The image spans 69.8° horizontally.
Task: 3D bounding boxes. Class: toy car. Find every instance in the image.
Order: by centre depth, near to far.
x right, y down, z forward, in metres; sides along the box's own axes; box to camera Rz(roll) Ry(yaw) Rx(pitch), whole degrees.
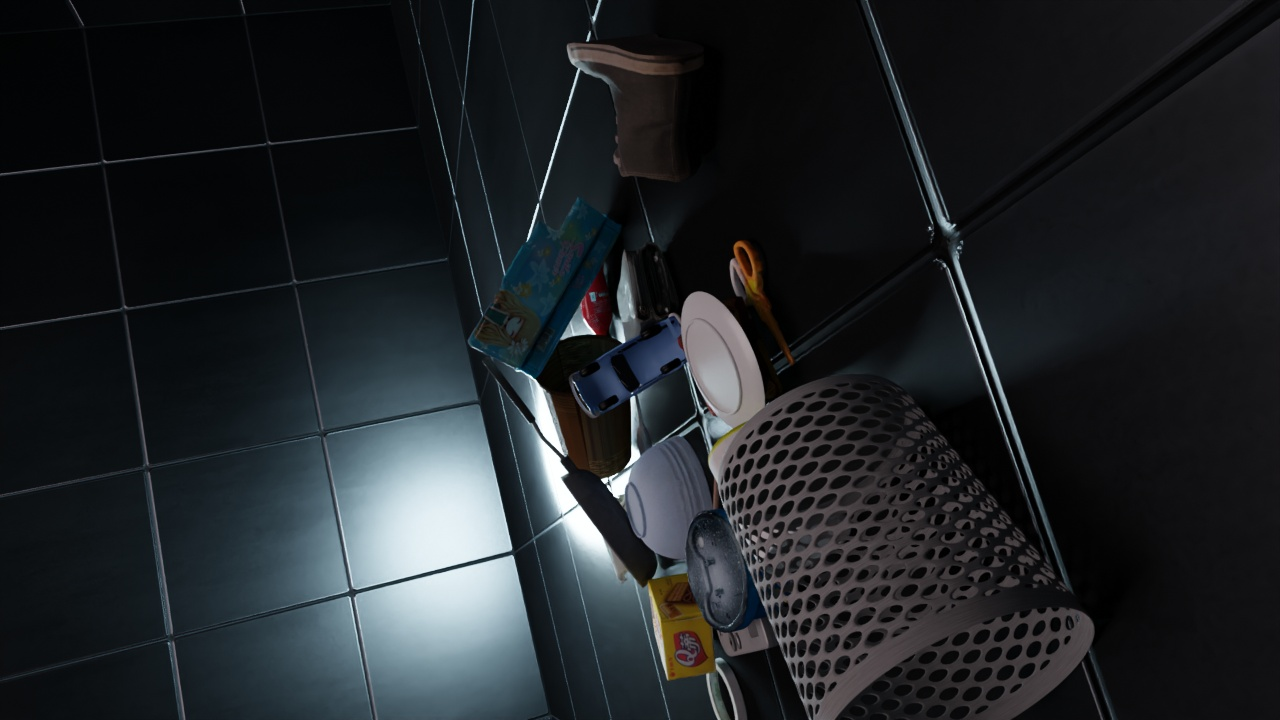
[{"bbox_3d":[-0.006,0.006,1.005,0.056,0.154,0.054,60,-159,3],"label":"toy car"}]

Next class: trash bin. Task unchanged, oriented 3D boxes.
[{"bbox_3d":[0.142,0.118,0.549,0.183,0.156,0.157,-114,21,-44],"label":"trash bin"}]

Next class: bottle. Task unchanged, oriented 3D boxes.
[{"bbox_3d":[-0.064,-0.087,1.275,0.042,0.042,0.141,-173,72,-73],"label":"bottle"}]

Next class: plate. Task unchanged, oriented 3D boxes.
[{"bbox_3d":[0.067,0.004,0.814,0.134,0.011,0.135,52,154,37],"label":"plate"}]

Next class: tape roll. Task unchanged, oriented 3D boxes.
[{"bbox_3d":[0.103,0.405,1.100,0.093,0.013,0.093,169,90,-73],"label":"tape roll"}]

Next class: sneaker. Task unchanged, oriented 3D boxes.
[{"bbox_3d":[-0.006,-0.256,0.906,0.235,0.095,0.120,40,139,54],"label":"sneaker"}]

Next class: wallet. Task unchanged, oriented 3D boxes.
[{"bbox_3d":[0.003,-0.064,1.061,0.132,0.054,0.100,115,149,-66],"label":"wallet"}]

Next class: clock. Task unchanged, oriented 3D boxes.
[{"bbox_3d":[0.088,0.206,0.906,0.162,0.060,0.116,136,125,-60],"label":"clock"}]

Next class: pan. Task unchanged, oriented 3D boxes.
[{"bbox_3d":[-0.087,0.137,1.173,0.357,0.041,0.179,54,173,-7],"label":"pan"}]

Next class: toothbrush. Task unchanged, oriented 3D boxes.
[{"bbox_3d":[0.009,0.120,1.214,0.024,0.022,0.185,-16,82,37],"label":"toothbrush"}]

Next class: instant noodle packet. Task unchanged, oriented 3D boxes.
[{"bbox_3d":[0.081,0.000,0.853,0.098,0.039,0.136,63,161,5],"label":"instant noodle packet"}]

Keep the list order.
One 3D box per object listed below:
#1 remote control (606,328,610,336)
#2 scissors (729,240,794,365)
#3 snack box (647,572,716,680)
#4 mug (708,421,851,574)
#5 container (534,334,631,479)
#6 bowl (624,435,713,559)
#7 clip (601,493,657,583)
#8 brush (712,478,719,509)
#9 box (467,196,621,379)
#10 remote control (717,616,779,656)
[{"bbox_3d":[-0.052,-0.044,1.321,0.030,0.009,0.140,169,89,-73],"label":"remote control"},{"bbox_3d":[0.106,-0.045,0.800,0.065,0.013,0.128,101,151,-60],"label":"scissors"},{"bbox_3d":[0.049,0.318,1.106,0.105,0.061,0.084,-119,21,-75],"label":"snack box"},{"bbox_3d":[0.113,0.110,0.757,0.083,0.082,0.106,99,153,-49],"label":"mug"},{"bbox_3d":[-0.070,0.070,1.264,0.132,0.132,0.167,-122,20,-51],"label":"container"},{"bbox_3d":[0.026,0.170,1.094,0.151,0.074,0.150,169,90,-74],"label":"bowl"},{"bbox_3d":[-0.027,0.243,1.311,0.152,0.104,0.126,84,163,-54],"label":"clip"},{"bbox_3d":[0.086,0.189,1.009,0.049,0.015,0.136,-89,0,-74],"label":"brush"},{"bbox_3d":[-0.109,-0.091,1.159,0.227,0.084,0.171,-60,-11,0],"label":"box"},{"bbox_3d":[0.107,0.279,0.994,0.151,0.019,0.074,120,136,-65],"label":"remote control"}]
